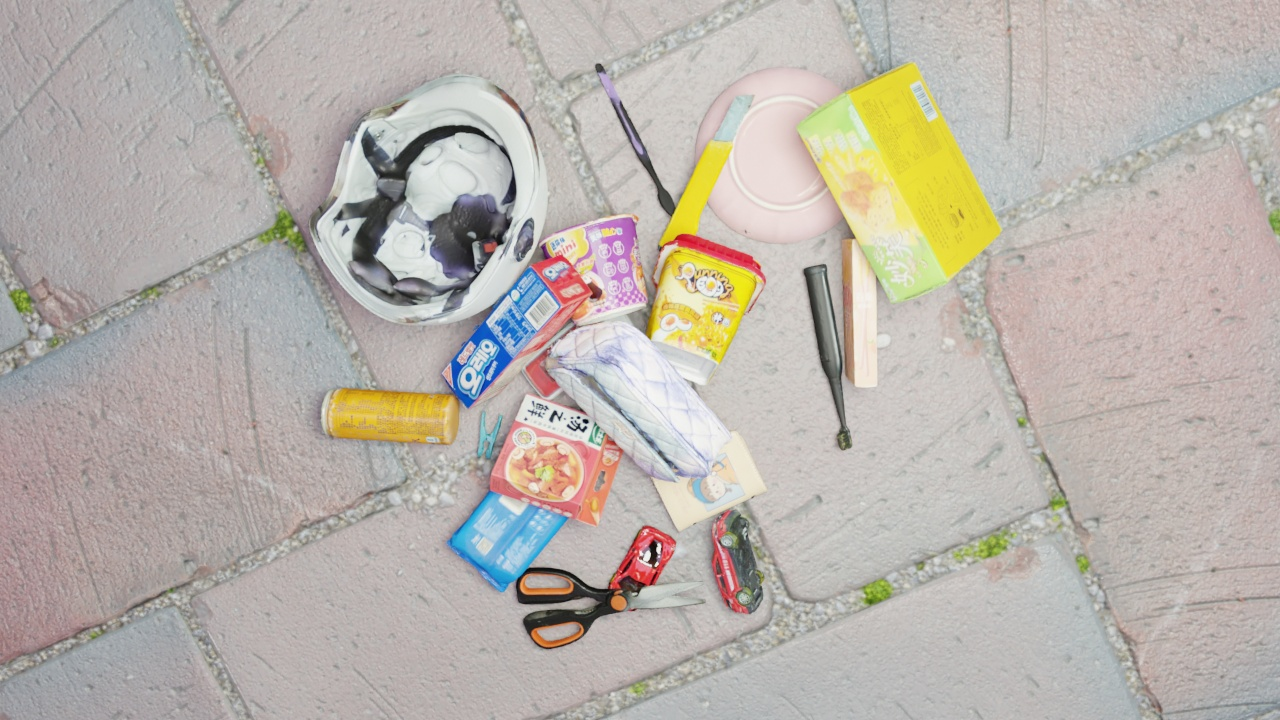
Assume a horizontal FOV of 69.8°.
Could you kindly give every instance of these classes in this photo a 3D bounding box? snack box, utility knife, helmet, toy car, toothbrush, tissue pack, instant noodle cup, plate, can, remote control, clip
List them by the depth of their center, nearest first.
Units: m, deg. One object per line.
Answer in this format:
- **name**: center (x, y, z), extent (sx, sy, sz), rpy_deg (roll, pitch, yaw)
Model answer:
- **snack box**: center (0.269, -0.185, 0.942), extent (0.070, 0.157, 0.210), rpy_deg (-24, 98, 48)
- **helmet**: center (-0.197, -0.155, 0.967), extent (0.229, 0.146, 0.258), rpy_deg (32, 93, 15)
- **instant noodle cup**: center (0.059, -0.050, 0.975), extent (0.116, 0.116, 0.123), rpy_deg (20, 69, 0)
- **snack box**: center (-0.137, -0.026, 0.979), extent (0.057, 0.058, 0.208), rpy_deg (51, 129, 6)
- **instant noodle cup**: center (-0.044, -0.094, 0.985), extent (0.111, 0.111, 0.099), rpy_deg (-16, 88, 4)
- **utility knife**: center (0.071, -0.195, 0.994), extent (0.033, 0.015, 0.207), rpy_deg (26, 115, -3)
- **snack box**: center (0.238, -0.054, 0.997), extent (0.026, 0.084, 0.157), rpy_deg (-3, 97, 6)
- **plate**: center (0.156, -0.224, 1.001), extent (0.192, 0.039, 0.192), rpy_deg (0, 97, 3)
- **snack box**: center (-0.088, 0.109, 1.020), extent (0.127, 0.044, 0.113), rpy_deg (19, 54, 0)
- **toothbrush**: center (-0.006, -0.245, 1.021), extent (0.014, 0.017, 0.189), rpy_deg (-27, 93, -6)
- **toothbrush**: center (0.214, -0.002, 1.034), extent (0.026, 0.027, 0.212), rpy_deg (-5, 99, 40)
- **remote control**: center (-0.072, -0.014, 1.043), extent (0.136, 0.020, 0.056), rpy_deg (-39, 83, 6)
- **can**: center (-0.283, 0.064, 1.047), extent (0.146, 0.058, 0.058), rpy_deg (3, 97, 2)
- **toy car**: center (0.108, 0.232, 1.055), extent (0.045, 0.052, 0.120), rpy_deg (-8, 102, 28)
- **tissue pack**: center (-0.145, 0.184, 1.060), extent (0.095, 0.052, 0.157), rpy_deg (38, 97, -1)
- **clip**: center (-0.177, 0.087, 1.069), extent (0.040, 0.014, 0.056), rpy_deg (11, 98, 2)
- **toy car**: center (0.000, 0.246, 1.073), extent (0.049, 0.031, 0.106), rpy_deg (30, 100, 0)

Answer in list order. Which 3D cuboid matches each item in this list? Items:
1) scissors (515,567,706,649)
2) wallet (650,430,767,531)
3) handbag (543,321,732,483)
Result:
- **scissors**: center (-0.035, 0.292, 1.067), extent (0.234, 0.021, 0.163), rpy_deg (15, 107, 9)
- **wallet**: center (0.077, 0.136, 1.060), extent (0.115, 0.024, 0.087), rpy_deg (-25, 101, 7)
- **handbag**: center (-0.005, 0.048, 0.975), extent (0.194, 0.134, 0.075), rpy_deg (48, 64, -22)
